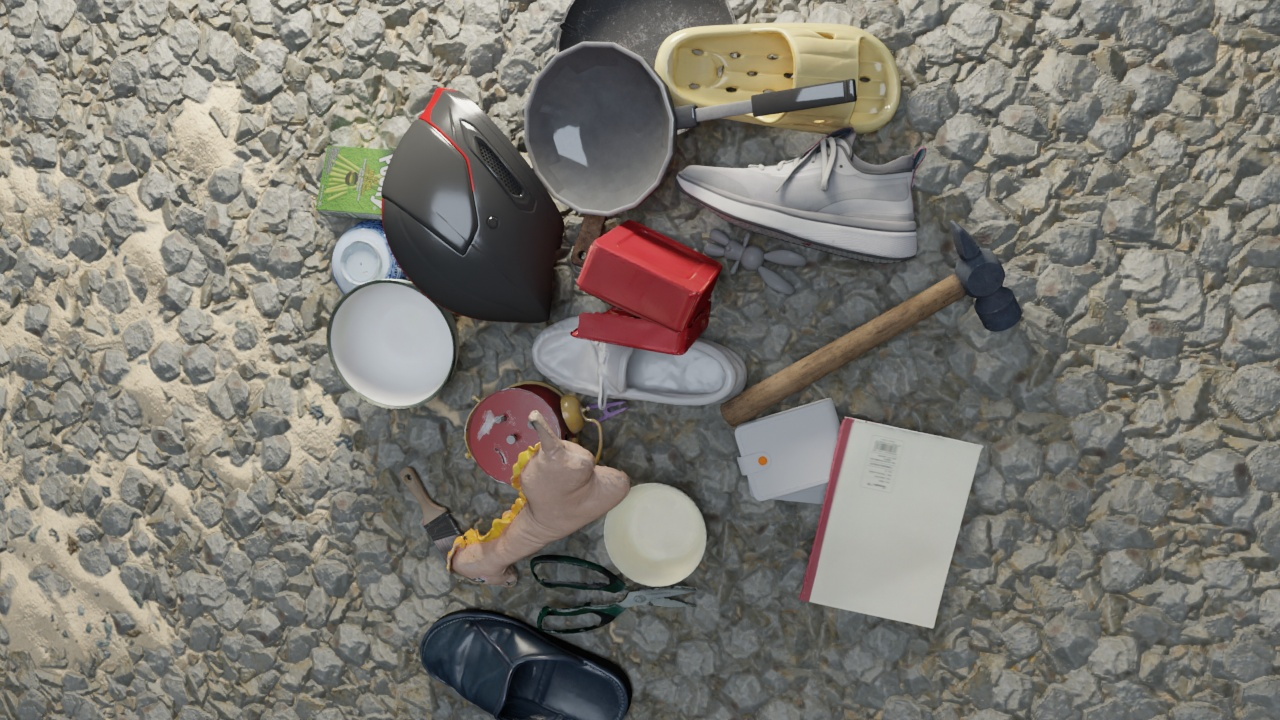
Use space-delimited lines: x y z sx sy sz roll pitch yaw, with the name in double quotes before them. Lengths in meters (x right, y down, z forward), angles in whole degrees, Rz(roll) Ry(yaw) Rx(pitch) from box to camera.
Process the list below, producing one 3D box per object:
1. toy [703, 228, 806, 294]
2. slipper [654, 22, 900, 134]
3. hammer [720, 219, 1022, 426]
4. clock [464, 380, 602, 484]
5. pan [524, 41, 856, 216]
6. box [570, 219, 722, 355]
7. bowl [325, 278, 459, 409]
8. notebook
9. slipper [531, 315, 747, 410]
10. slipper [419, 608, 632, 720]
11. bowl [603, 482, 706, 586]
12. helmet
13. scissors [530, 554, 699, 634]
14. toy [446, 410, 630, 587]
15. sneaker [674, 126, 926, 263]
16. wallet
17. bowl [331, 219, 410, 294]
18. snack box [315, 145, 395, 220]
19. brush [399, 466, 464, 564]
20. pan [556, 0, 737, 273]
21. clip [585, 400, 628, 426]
"toy" 0.123 -0.112 1.008 0.112 0.030 0.049 25 99 18
"slipper" 0.145 -0.297 0.944 0.261 0.079 0.111 5 99 0
"hammer" 0.225 -0.019 0.958 0.322 0.040 0.129 -31 117 14
"clock" -0.121 0.087 1.049 0.159 0.081 0.117 8 95 12
"pan" 0.042 -0.247 0.935 0.358 0.041 0.179 -2 104 27
"box" 0.011 -0.078 0.965 0.134 0.157 0.112 14 107 9
"bowl" -0.281 -0.025 1.075 0.153 0.072 0.153 2 107 6
"notebook" 0.268 0.175 0.987 0.153 0.012 0.209 12 97 0
"slipper" -0.006 0.006 1.030 0.247 0.074 0.112 10 80 14
"slipper" -0.146 0.373 1.073 0.266 0.083 0.109 15 99 13
"bowl" 0.022 0.189 1.034 0.115 0.062 0.115 1 94 13
"helmet" -0.187 -0.144 1.001 0.169 0.164 0.264 -42 104 -8
"scissors" -0.034 0.256 1.046 0.210 0.015 0.142 -12 121 9
"toy" -0.139 0.165 1.017 0.265 0.065 0.196 -30 123 25
"sneaker" 0.169 -0.188 0.964 0.263 0.096 0.129 14 94 8
"wallet" 0.170 0.113 1.010 0.118 0.037 0.115 -18 90 10
"bowl" -0.325 -0.115 1.101 0.114 0.045 0.114 1 94 13
"snack box" -0.308 -0.209 1.093 0.148 0.025 0.080 6 82 12
"brush" -0.249 0.195 1.121 0.039 0.012 0.151 -33 86 13
"pan" -0.015 -0.269 1.026 0.208 0.040 0.357 20 99 11
"clip" -0.043 0.054 1.066 0.052 0.014 0.042 -42 82 15
